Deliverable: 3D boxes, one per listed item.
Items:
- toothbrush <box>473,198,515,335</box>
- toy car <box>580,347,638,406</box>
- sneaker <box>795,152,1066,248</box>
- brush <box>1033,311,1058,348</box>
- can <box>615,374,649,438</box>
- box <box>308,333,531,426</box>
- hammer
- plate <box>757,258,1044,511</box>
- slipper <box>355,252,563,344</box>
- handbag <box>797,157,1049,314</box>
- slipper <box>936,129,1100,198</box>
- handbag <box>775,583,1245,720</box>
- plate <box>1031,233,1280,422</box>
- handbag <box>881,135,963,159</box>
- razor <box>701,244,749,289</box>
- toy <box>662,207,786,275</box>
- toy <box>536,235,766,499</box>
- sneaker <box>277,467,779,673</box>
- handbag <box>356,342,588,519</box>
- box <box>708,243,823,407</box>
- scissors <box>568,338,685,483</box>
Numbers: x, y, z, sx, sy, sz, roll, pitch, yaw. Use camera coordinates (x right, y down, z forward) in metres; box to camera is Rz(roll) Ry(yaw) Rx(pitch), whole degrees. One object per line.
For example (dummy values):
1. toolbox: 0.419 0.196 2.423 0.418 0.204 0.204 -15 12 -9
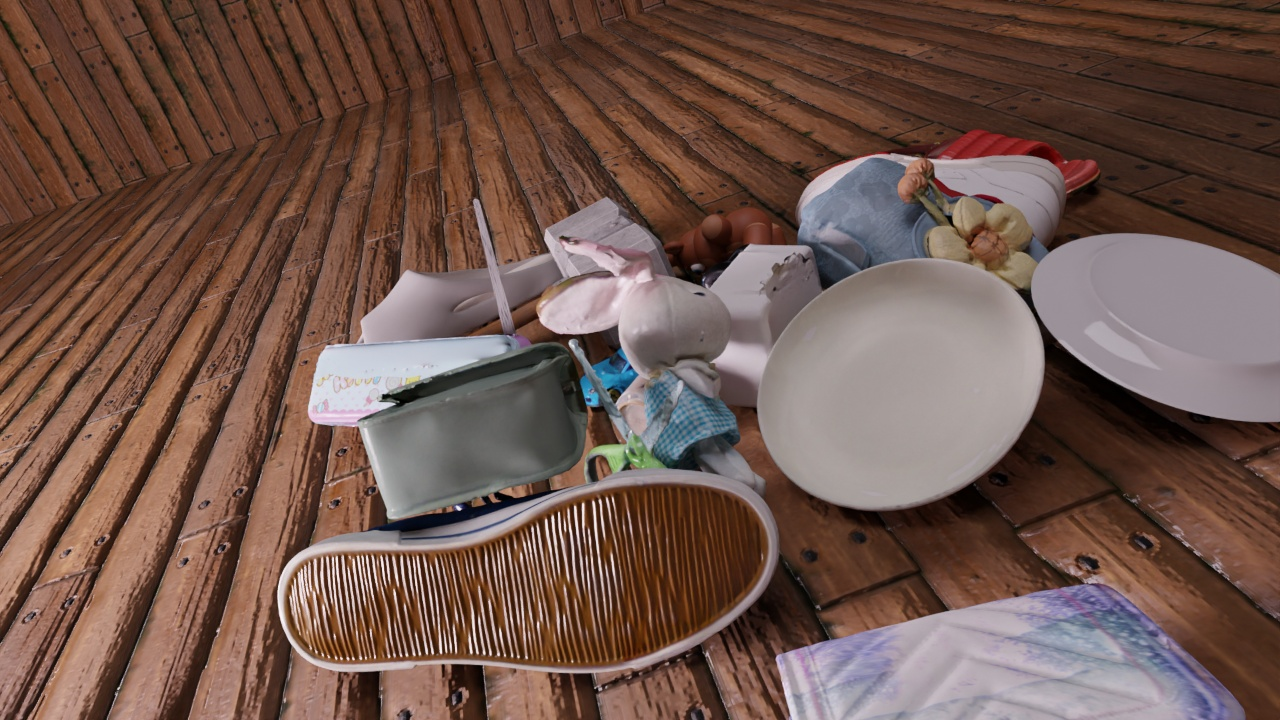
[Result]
1. toothbrush: -0.116 -0.048 0.767 0.010 0.182 0.010 -13 25 -4
2. toy car: -0.005 0.005 0.767 0.105 0.032 0.048 -25 29 -10
3. sneaker: 0.236 -0.117 0.801 0.237 0.090 0.104 6 43 32
4. brush: 0.301 -0.026 0.664 0.151 0.012 0.039 -36 32 -28
5. can: 0.034 0.011 0.706 0.054 0.054 0.135 3 36 35
6. box: -0.189 0.018 0.789 0.215 0.078 0.065 -3 -4 26
7. hammer: -0.130 -0.032 0.876 0.317 0.083 0.162 -29 29 -4
8. plate: 0.165 0.017 0.590 0.183 0.034 0.182 -19 50 24
9. slipper: -0.201 -0.069 0.952 0.265 0.081 0.113 -27 20 -17
10. handbag: 0.209 -0.087 0.686 0.121 0.119 0.192 -33 53 -17
11. slipper: 0.316 -0.190 0.903 0.249 0.059 0.103 12 40 46
12. handbag: 0.143 0.153 0.382 0.158 0.069 0.126 -15 14 4
13. plate: 0.347 -0.034 0.576 0.188 0.016 0.188 0 41 0
14. handbag: 0.313 -0.230 1.016 0.055 0.029 0.120 -33 26 -31
15. razor: 0.085 -0.072 0.786 0.053 0.063 0.140 1 2 17
16. toy: 0.075 -0.107 0.896 0.128 0.065 0.094 -14 -17 31
17. toy: 0.029 0.000 0.605 0.105 0.131 0.205 -29 74 -22
18. sneaker: -0.060 0.114 0.555 0.295 0.120 0.127 -11 1 16
19. handbag: -0.100 0.036 0.554 0.122 0.067 0.106 -16 11 6
20. box: 0.110 -0.029 0.685 0.091 0.102 0.106 3 36 31
21. scissors: 0.000 0.056 0.578 0.021 0.172 0.172 -20 71 -27
